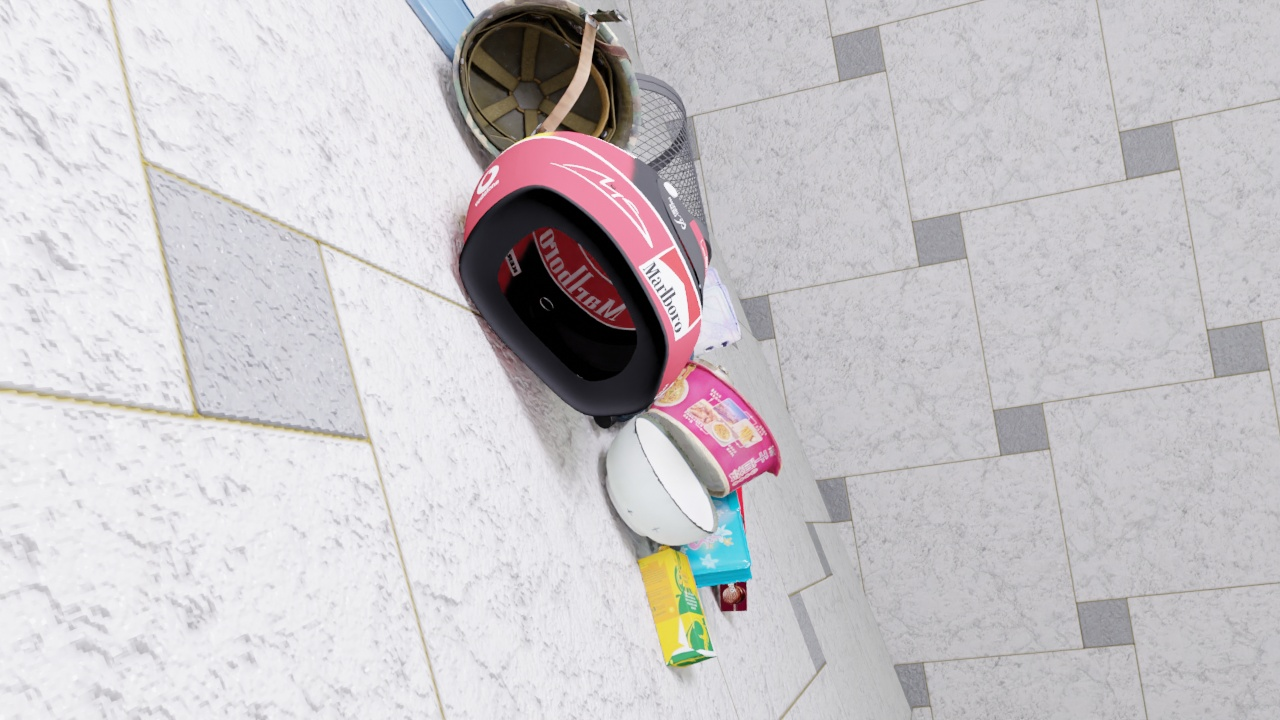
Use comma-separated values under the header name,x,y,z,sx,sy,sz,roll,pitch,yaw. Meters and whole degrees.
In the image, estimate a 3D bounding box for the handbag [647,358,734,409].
name,x,y,z,sx,sy,sz,roll,pitch,yaw
handbag,0.070,0.057,1.340,0.123,0.112,0.171,35,-5,11

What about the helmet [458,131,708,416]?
name,x,y,z,sx,sy,sz,roll,pitch,yaw
helmet,-0.043,-0.096,0.898,0.271,0.198,0.224,50,28,-2

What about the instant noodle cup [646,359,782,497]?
name,x,y,z,sx,sy,sz,roll,pitch,yaw
instant noodle cup,0.078,0.091,1.111,0.178,0.077,0.179,43,-19,19

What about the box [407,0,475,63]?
name,x,y,z,sx,sy,sz,roll,pitch,yaw
box,-0.224,-0.415,1.099,0.209,0.047,0.122,53,20,-50

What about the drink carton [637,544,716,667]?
name,x,y,z,sx,sy,sz,roll,pitch,yaw
drink carton,0.039,0.266,0.999,0.058,0.041,0.122,42,28,-61

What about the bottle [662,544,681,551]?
name,x,y,z,sx,sy,sz,roll,pitch,yaw
bottle,0.027,0.177,1.092,0.047,0.047,0.112,52,20,-49

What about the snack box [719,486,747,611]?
name,x,y,z,sx,sy,sz,roll,pitch,yaw
snack box,0.126,0.246,1.278,0.151,0.036,0.133,-85,171,-62

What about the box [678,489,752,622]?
name,x,y,z,sx,sy,sz,roll,pitch,yaw
box,0.077,0.215,1.176,0.226,0.097,0.117,-98,-178,-51

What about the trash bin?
name,x,y,z,sx,sy,sz,roll,pitch,yaw
trash bin,-0.022,-0.218,1.215,0.217,0.218,0.227,42,32,-61

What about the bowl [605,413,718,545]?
name,x,y,z,sx,sy,sz,roll,pitch,yaw
bowl,0.014,0.141,1.010,0.153,0.073,0.153,51,13,-17

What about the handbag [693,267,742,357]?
name,x,y,z,sx,sy,sz,roll,pitch,yaw
handbag,0.064,-0.060,1.400,0.069,0.159,0.126,54,18,-53

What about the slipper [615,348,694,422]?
name,x,y,z,sx,sy,sz,roll,pitch,yaw
slipper,-0.007,0.007,1.199,0.101,0.083,0.262,60,34,-13

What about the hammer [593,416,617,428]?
name,x,y,z,sx,sy,sz,roll,pitch,yaw
hammer,-0.075,-0.080,1.068,0.132,0.040,0.305,-33,94,-47

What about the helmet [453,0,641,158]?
name,x,y,z,sx,sy,sz,roll,pitch,yaw
helmet,-0.100,-0.302,1.036,0.224,0.193,0.236,30,3,-10
